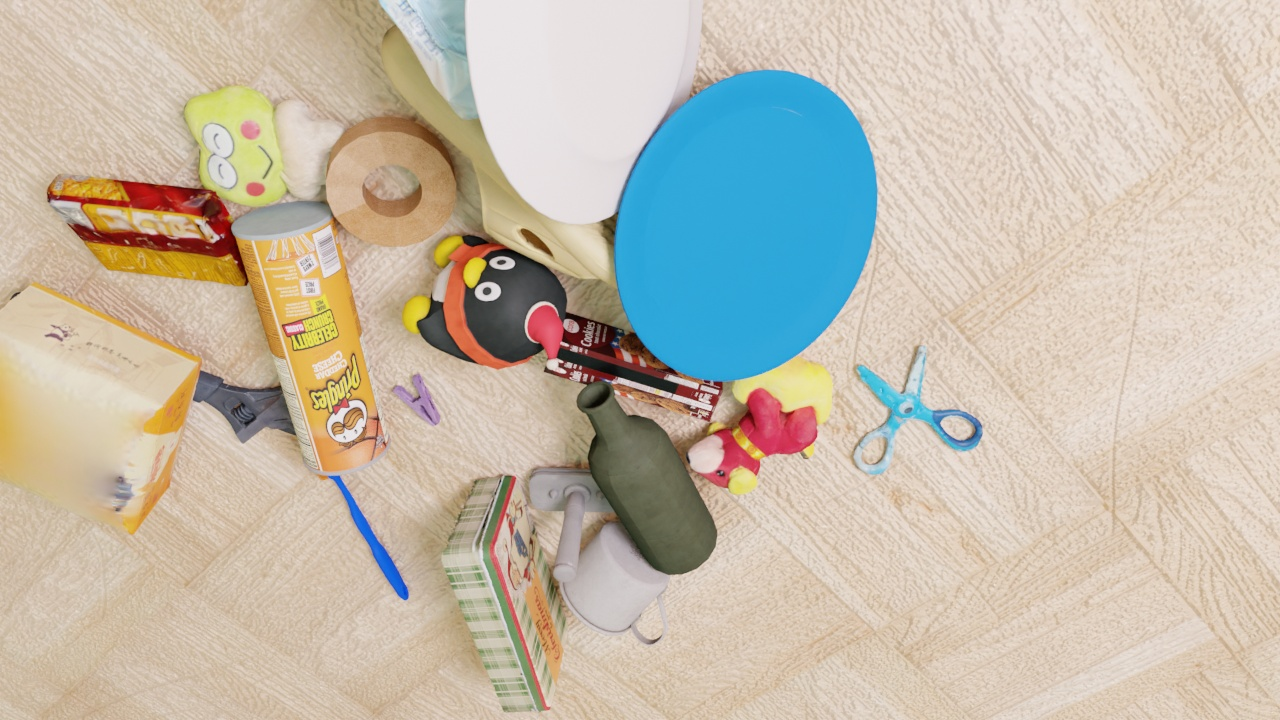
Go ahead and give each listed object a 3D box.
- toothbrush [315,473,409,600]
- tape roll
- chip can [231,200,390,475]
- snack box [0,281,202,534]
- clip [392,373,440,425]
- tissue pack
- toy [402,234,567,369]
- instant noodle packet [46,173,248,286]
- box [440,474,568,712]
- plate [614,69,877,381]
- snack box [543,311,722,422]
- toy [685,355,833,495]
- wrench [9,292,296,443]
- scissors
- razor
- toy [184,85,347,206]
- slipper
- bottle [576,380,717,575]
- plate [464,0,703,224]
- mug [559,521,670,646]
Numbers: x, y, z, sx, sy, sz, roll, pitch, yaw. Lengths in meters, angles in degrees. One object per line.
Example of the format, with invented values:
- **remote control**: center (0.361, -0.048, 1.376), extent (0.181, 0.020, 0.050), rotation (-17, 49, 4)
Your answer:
- **toothbrush**: center (-0.267, 0.165, 0.885), extent (0.018, 0.016, 0.183), rotation (-12, 118, 16)
- **tape roll**: center (-0.186, -0.133, 0.687), extent (0.094, 0.027, 0.094), rotation (-8, 128, -10)
- **chip can**: center (-0.263, -0.015, 0.748), extent (0.075, 0.075, 0.215), rotation (-2, 119, 5)
- **snack box**: center (-0.474, 0.053, 0.780), extent (0.145, 0.080, 0.196), rotation (27, 129, -11)
- **clip**: center (-0.192, 0.032, 0.806), extent (0.050, 0.014, 0.046), rotation (29, 115, -9)
- **tissue pack**: center (-0.103, -0.215, 0.562), extent (0.070, 0.181, 0.112), rotation (-25, 109, 17)
- **toy**: center (-0.104, -0.042, 0.700), extent (0.119, 0.097, 0.099), rotation (-1, 147, 41)
- **instant noodle packet**: center (-0.378, -0.100, 0.712), extent (0.135, 0.039, 0.099), rotation (6, 149, 1)
- **box**: center (-0.118, 0.216, 0.849), extent (0.050, 0.117, 0.206), rotation (-6, 118, 12)
- **plate**: center (0.077, -0.093, 0.662), extent (0.224, 0.024, 0.225), rotation (-12, 116, -26)
- **snack box**: center (-0.004, 0.004, 0.755), extent (0.141, 0.050, 0.032), rotation (17, 119, -6)
- **toy**: center (0.107, 0.055, 0.777), extent (0.105, 0.067, 0.137), rotation (36, 104, -18)
- **wrench**: center (-0.412, 0.010, 0.803), extent (0.273, 0.022, 0.074), rotation (27, 120, -12)
- **scissors**: center (0.238, 0.047, 0.786), extent (0.134, 0.012, 0.134), rotation (6, 118, 1)
- **razor**: center (-0.060, 0.145, 0.801), extent (0.088, 0.116, 0.047), rotation (1, 125, 3)
- **toy**: center (-0.276, -0.158, 0.685), extent (0.115, 0.046, 0.092), rotation (1, 122, -6)
- **slipper**: center (-0.089, -0.124, 0.655), extent (0.079, 0.111, 0.261), rotation (-40, 107, 22)
- **bottle**: center (0.002, 0.098, 0.771), extent (0.071, 0.071, 0.207), rotation (-17, 130, 13)
- **plate**: center (-0.016, -0.200, 0.542), extent (0.016, 0.241, 0.243), rotation (16, 124, 28)
- **mug**: center (-0.012, 0.210, 0.849), extent (0.113, 0.084, 0.071), rotation (40, 113, 2)
